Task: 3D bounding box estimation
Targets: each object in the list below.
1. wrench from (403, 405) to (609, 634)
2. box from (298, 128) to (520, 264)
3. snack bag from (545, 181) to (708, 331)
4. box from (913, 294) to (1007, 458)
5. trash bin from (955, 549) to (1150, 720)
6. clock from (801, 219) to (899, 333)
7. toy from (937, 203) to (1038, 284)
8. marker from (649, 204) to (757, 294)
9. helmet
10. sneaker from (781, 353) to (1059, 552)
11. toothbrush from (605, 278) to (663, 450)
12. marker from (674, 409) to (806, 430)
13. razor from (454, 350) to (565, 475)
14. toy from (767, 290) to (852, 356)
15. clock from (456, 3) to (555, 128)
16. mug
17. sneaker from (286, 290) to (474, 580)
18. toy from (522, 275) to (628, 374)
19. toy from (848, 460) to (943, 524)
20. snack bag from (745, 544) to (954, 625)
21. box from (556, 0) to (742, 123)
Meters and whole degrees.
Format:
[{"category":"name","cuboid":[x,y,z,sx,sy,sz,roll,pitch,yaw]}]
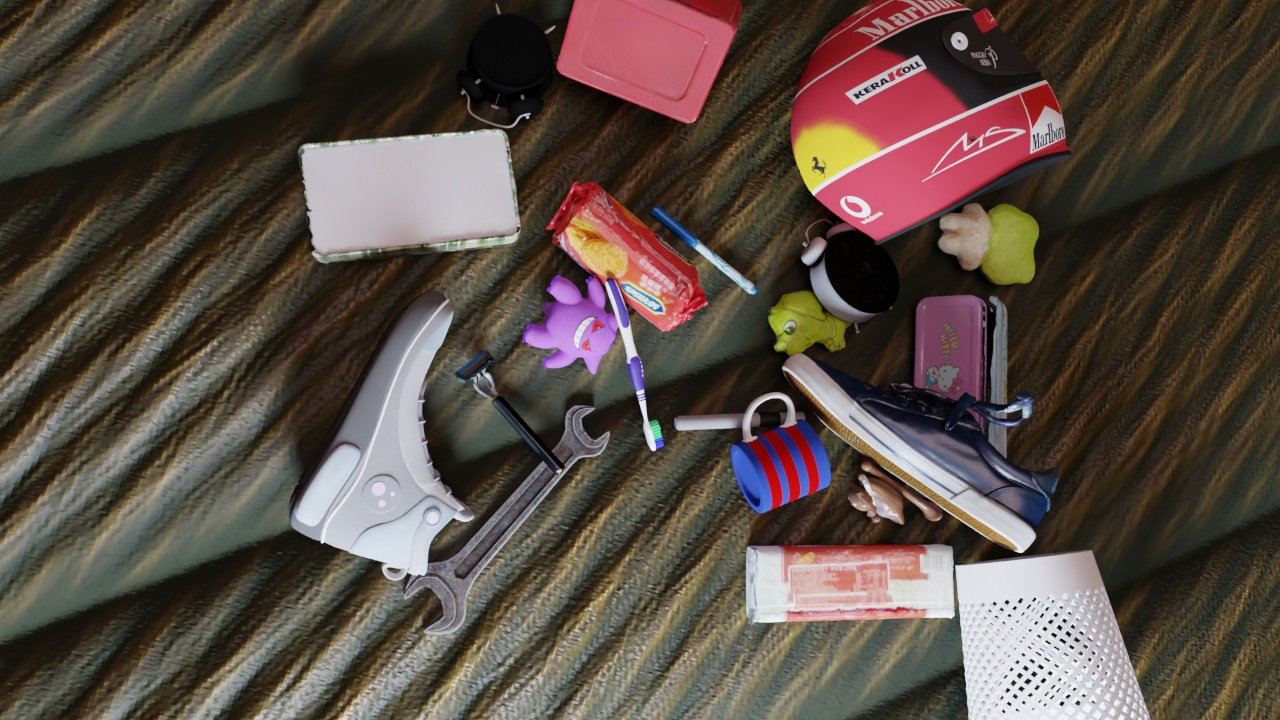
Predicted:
[{"category":"wrench","cuboid":[-0.129,0.155,0.915,0.070,0.010,0.273,42,79,-5]},{"category":"box","cuboid":[-0.225,-0.161,0.905,0.205,0.050,0.117,-9,90,-11]},{"category":"snack bag","cuboid":[-0.012,-0.104,0.927,0.176,0.082,0.082,40,79,-6]},{"category":"box","cuboid":[0.358,0.038,1.004,0.092,0.090,0.214,10,81,-52]},{"category":"trash bin","cuboid":[0.406,0.300,0.926,0.195,0.196,0.199,-4,76,-11]},{"category":"clock","cuboid":[0.220,-0.096,0.976,0.094,0.035,0.122,-32,85,-32]},{"category":"toy","cuboid":[0.385,-0.132,1.020,0.118,0.043,0.092,9,86,-7]},{"category":"marker","cuboid":[0.069,-0.117,0.974,0.142,0.013,0.013,38,79,-5]},{"category":"helmet","cuboid":[0.279,-0.256,0.933,0.270,0.198,0.224,-26,91,-20]},{"category":"sneaker","cuboid":[0.285,0.058,0.920,0.294,0.121,0.127,34,85,12]},{"category":"toothbrush","cuboid":[-0.006,0.005,0.922,0.016,0.015,0.187,-19,108,-15]},{"category":"marker","cuboid":[0.105,0.063,0.964,0.140,0.016,0.016,-2,85,-11]},{"category":"razor","cuboid":[-0.126,0.058,0.915,0.042,0.022,0.144,-39,89,-26]},{"category":"toy","cuboid":[0.182,-0.041,0.978,0.093,0.036,0.094,28,73,-9]},{"category":"clock","cuboid":[-0.135,-0.295,0.934,0.091,0.042,0.120,19,82,-9]},{"category":"mug","cuboid":[0.136,0.090,0.935,0.076,0.075,0.112,-20,97,-12]},{"category":"sneaker","cuboid":[-0.209,0.073,0.875,0.160,0.093,0.256,32,79,-15]},{"category":"toy","cuboid":[-0.064,-0.035,0.921,0.088,0.056,0.106,28,96,-9]},{"category":"toy","cuboid":[0.264,0.149,0.974,0.102,0.041,0.055,34,94,-13]},{"category":"snack bag","cuboid":[0.219,0.233,0.960,0.225,0.041,0.077,1,84,-9]},{"category":"box","cuboid":[0.011,-0.329,0.907,0.157,0.165,0.151,19,87,-9]}]
